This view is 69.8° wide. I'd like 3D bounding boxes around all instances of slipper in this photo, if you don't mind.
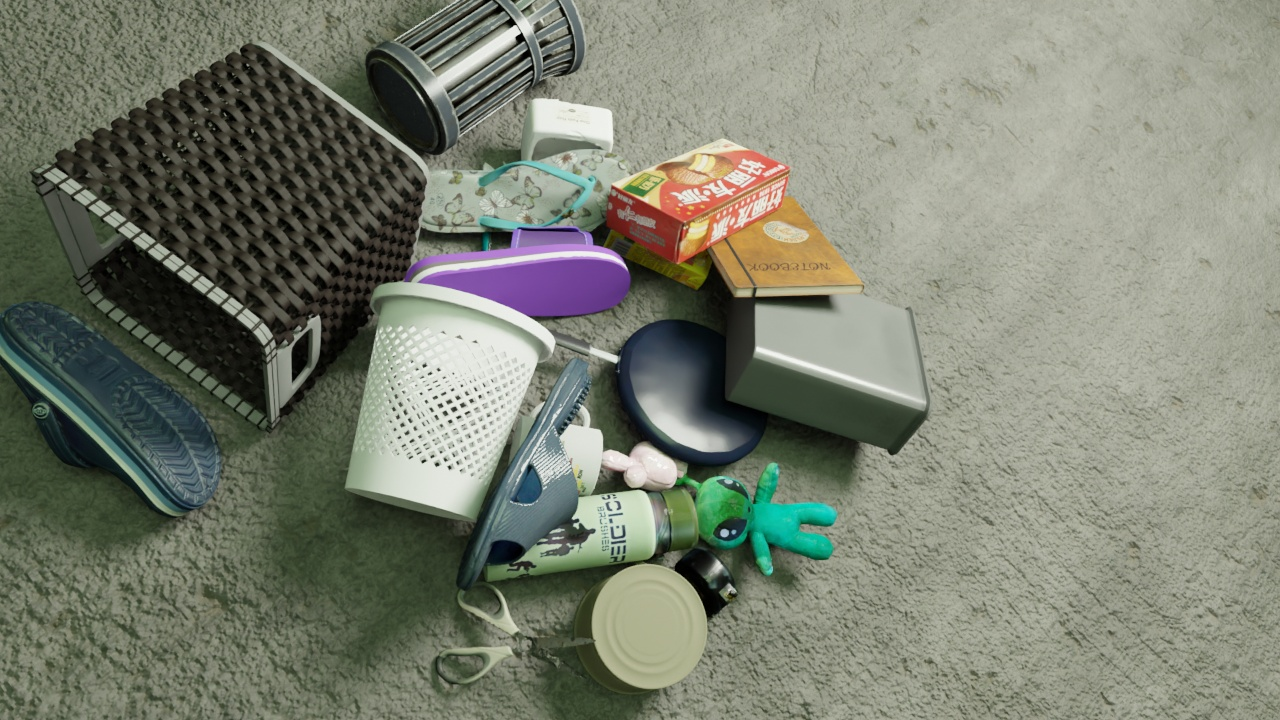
[{"bbox_3d":[-0.142,-0.112,1.056,0.266,0.107,0.084,-6,59,-27],"label":"slipper"},{"bbox_3d":[-0.092,0.115,0.905,0.082,0.101,0.262,28,60,-3],"label":"slipper"},{"bbox_3d":[-0.518,0.054,0.887,0.095,0.105,0.253,-39,100,14],"label":"slipper"},{"bbox_3d":[-0.135,-0.188,1.082,0.268,0.054,0.098,-9,113,-10],"label":"slipper"}]

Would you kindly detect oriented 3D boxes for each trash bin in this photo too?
[{"bbox_3d":[-0.205,-0.368,1.121,0.164,0.165,0.227,45,66,4],"label":"trash bin"},{"bbox_3d":[-0.207,0.051,0.942,0.195,0.196,0.199,16,74,-11],"label":"trash bin"},{"bbox_3d":[0.222,-0.008,1.114,0.220,0.098,0.191,17,43,-9],"label":"trash bin"}]

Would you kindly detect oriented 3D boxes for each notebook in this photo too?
[{"bbox_3d":[0.148,-0.153,1.152,0.178,0.014,0.249,-3,36,-14],"label":"notebook"}]

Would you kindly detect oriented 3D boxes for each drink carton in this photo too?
[{"bbox_3d":[0.027,-0.147,1.166,0.134,0.043,0.058,24,62,-8],"label":"drink carton"}]

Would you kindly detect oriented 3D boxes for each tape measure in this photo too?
[{"bbox_3d":[0.071,0.243,1.007,0.042,0.072,0.072,-33,76,-23],"label":"tape measure"}]

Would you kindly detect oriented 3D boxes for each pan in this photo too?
[{"bbox_3d":[-0.006,0.006,1.075,0.356,0.021,0.198,20,51,-13],"label":"pan"}]

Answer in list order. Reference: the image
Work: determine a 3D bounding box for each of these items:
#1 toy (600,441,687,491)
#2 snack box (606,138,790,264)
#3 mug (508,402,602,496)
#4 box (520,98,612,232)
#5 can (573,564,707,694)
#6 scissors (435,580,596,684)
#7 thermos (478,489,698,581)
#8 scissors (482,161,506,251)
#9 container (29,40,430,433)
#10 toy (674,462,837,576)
[{"bbox_3d":[0.005,0.122,1.037,0.109,0.047,0.063,5,29,-48],"label":"toy"},{"bbox_3d":[0.075,-0.204,1.140,0.113,0.060,0.235,32,42,27],"label":"snack box"},{"bbox_3d":[-0.093,0.092,1.013,0.089,0.074,0.105,12,66,-13],"label":"mug"},{"bbox_3d":[-0.095,-0.228,1.138,0.108,0.129,0.136,6,58,-14],"label":"box"},{"bbox_3d":[0.000,0.282,0.964,0.127,0.073,0.127,6,67,-15],"label":"can"},{"bbox_3d":[-0.133,0.279,0.925,0.158,0.012,0.162,-29,60,-2],"label":"scissors"},{"bbox_3d":[-0.053,0.186,0.979,0.231,0.082,0.082,-5,70,-15],"label":"thermos"},{"bbox_3d":[-0.165,-0.173,1.129,0.124,0.019,0.156,30,64,-5],"label":"scissors"},{"bbox_3d":[-0.383,-0.124,0.916,0.245,0.248,0.242,37,59,-1],"label":"container"},{"bbox_3d":[0.128,0.183,1.054,0.193,0.072,0.130,13,63,-3],"label":"toy"}]
